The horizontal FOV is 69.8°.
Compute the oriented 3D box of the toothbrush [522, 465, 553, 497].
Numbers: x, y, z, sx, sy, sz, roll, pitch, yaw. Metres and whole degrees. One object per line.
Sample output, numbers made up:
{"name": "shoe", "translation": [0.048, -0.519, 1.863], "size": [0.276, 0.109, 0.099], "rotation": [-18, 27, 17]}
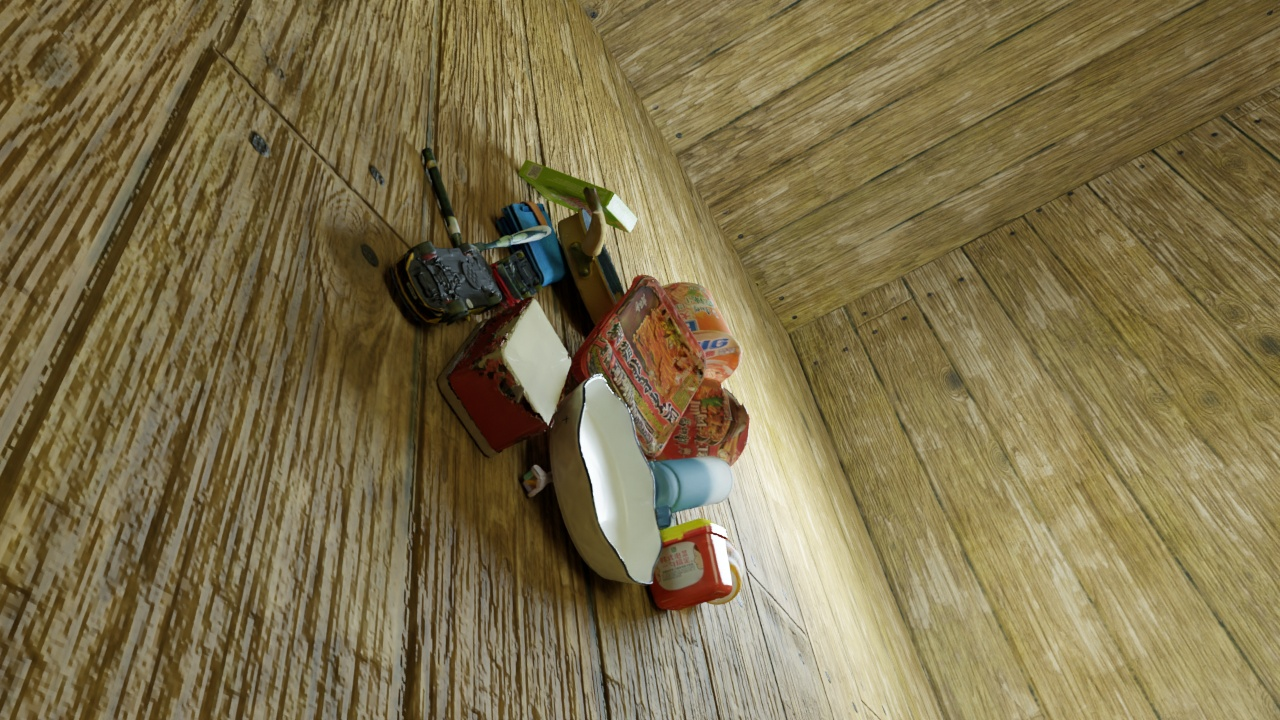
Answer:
{"name": "toothbrush", "translation": [-0.074, 0.104, 0.896], "size": [0.189, 0.021, 0.029], "rotation": [-9, 110, -77]}

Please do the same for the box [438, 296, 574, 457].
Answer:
{"name": "box", "translation": [-0.110, 0.005, 0.827], "size": [0.091, 0.079, 0.168], "rotation": [59, 14, -16]}

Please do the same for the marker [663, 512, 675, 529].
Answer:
{"name": "marker", "translation": [0.035, 0.192, 1.126], "size": [0.017, 0.017, 0.145], "rotation": [57, 15, -21]}

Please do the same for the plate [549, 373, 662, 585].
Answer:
{"name": "plate", "translation": [-0.033, 0.119, 0.893], "size": [0.204, 0.046, 0.205], "rotation": [-16, 90, -77]}

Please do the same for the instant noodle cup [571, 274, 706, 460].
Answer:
{"name": "instant noodle cup", "translation": [-0.007, 0.006, 1.103], "size": [0.164, 0.079, 0.188], "rotation": [57, 46, -25]}

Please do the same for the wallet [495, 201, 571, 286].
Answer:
{"name": "wallet", "translation": [-0.127, -0.144, 1.134], "size": [0.106, 0.040, 0.133], "rotation": [66, 13, -5]}

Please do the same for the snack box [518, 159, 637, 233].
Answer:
{"name": "snack box", "translation": [-0.086, -0.227, 1.265], "size": [0.156, 0.026, 0.085], "rotation": [25, -5, 27]}

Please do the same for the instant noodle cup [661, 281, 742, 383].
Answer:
{"name": "instant noodle cup", "translation": [0.060, -0.034, 1.321], "size": [0.151, 0.151, 0.111], "rotation": [45, 24, -51]}

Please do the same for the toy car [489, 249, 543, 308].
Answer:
{"name": "toy car", "translation": [-0.136, -0.081, 0.957], "size": [0.053, 0.045, 0.120], "rotation": [59, 7, -7]}

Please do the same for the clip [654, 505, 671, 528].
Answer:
{"name": "clip", "translation": [0.008, 0.172, 0.984], "size": [0.028, 0.057, 0.024], "rotation": [46, 35, -47]}

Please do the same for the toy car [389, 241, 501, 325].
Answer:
{"name": "toy car", "translation": [-0.169, -0.068, 0.824], "size": [0.071, 0.041, 0.155], "rotation": [62, 15, -2]}

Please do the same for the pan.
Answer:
{"name": "pan", "translation": [-0.053, -0.131, 1.164], "size": [0.357, 0.078, 0.197], "rotation": [49, 19, -75]}

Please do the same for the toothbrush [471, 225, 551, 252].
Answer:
{"name": "toothbrush", "translation": [-0.142, -0.135, 1.019], "size": [0.016, 0.018, 0.191], "rotation": [68, 26, -6]}

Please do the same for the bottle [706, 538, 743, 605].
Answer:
{"name": "bottle", "translation": [0.096, 0.254, 1.132], "size": [0.063, 0.063, 0.108], "rotation": [61, 14, -6]}

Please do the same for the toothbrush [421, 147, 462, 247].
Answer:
{"name": "toothbrush", "translation": [-0.190, -0.142, 0.937], "size": [0.012, 0.017, 0.185], "rotation": [60, 7, -71]}

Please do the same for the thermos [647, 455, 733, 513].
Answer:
{"name": "thermos", "translation": [0.045, 0.151, 1.100], "size": [0.220, 0.070, 0.070], "rotation": [6, 57, -64]}

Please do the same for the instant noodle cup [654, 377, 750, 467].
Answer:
{"name": "instant noodle cup", "translation": [0.075, 0.083, 1.258], "size": [0.138, 0.138, 0.108], "rotation": [61, 5, -6]}

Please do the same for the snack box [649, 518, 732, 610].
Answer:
{"name": "snack box", "translation": [0.049, 0.220, 0.980], "size": [0.082, 0.091, 0.080], "rotation": [36, 37, -60]}
